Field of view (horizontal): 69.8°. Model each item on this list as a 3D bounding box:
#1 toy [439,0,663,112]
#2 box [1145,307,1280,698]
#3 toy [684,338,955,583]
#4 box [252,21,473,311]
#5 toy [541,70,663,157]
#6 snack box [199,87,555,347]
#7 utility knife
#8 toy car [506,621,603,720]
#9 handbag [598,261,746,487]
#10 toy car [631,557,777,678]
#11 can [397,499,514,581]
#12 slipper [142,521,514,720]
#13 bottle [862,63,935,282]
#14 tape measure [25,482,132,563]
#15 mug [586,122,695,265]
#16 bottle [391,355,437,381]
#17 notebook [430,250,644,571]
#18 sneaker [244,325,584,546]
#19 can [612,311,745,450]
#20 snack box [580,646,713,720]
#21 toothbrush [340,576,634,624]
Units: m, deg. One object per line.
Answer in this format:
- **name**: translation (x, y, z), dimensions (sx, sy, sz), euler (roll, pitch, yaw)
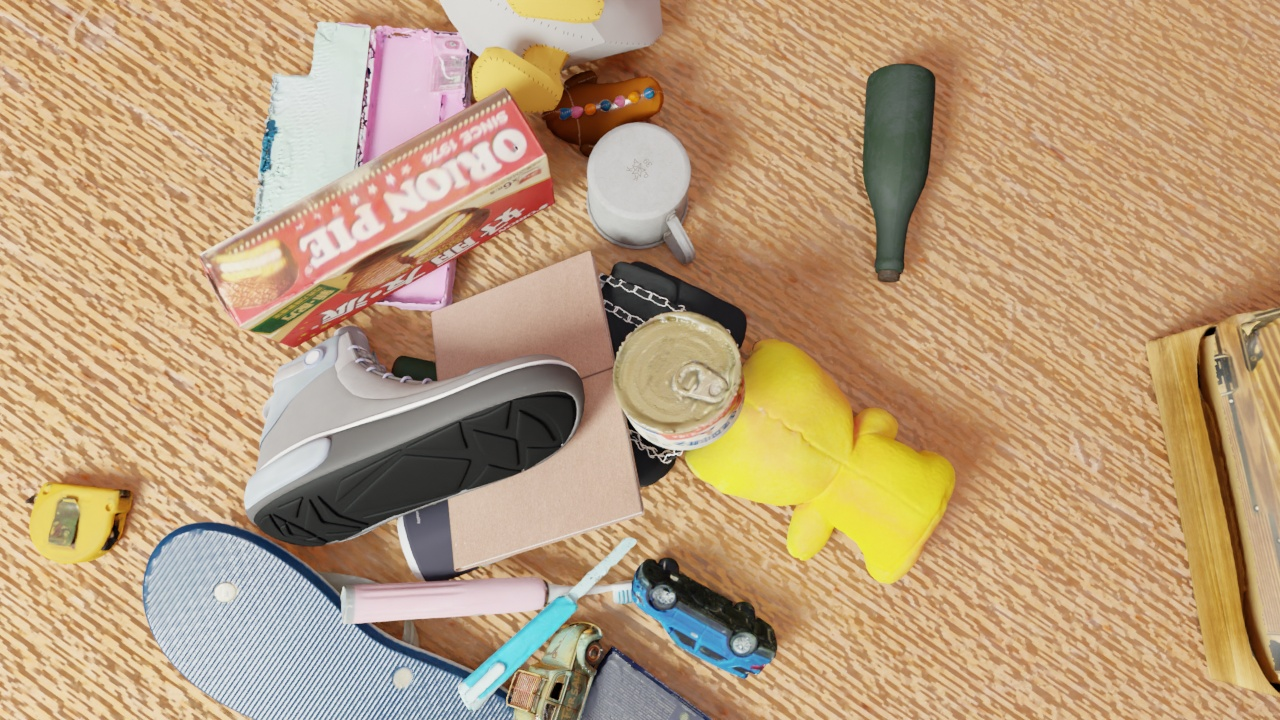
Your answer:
- **toy**: translation (-0.090, -0.310, 0.717), dimensions (0.246, 0.141, 0.267), euler (11, 43, -27)
- **box**: translation (0.536, 0.093, 0.667), dimensions (0.247, 0.176, 0.279), euler (-6, 83, -2)
- **toy**: translation (0.139, 0.082, 0.692), dimensions (0.194, 0.087, 0.134), euler (35, 85, 2)
- **box**: translation (-0.223, -0.159, 0.740), dimensions (0.159, 0.035, 0.230), euler (4, 81, -2)
- **toy**: translation (-0.030, -0.199, 0.720), dimensions (0.090, 0.102, 0.070), euler (-11, 99, 18)
- **snack box**: translation (-0.179, -0.097, 0.660), dimensions (0.236, 0.113, 0.060), euler (-30, 86, -6)
- **utility knife**: translation (-0.064, 0.190, 0.668), dimensions (0.168, 0.015, 0.022), euler (-40, 94, -10)
- **toy car**: translation (-0.067, 0.240, 0.664), dimensions (0.047, 0.047, 0.111), euler (36, 62, -34)
- **handbag**: translation (-0.004, 0.004, 0.685), dimensions (0.125, 0.115, 0.153), euler (31, 84, 3)
- **toy car**: translation (0.045, 0.194, 0.686), dimensions (0.120, 0.056, 0.044), euler (32, 104, -3)
- **can**: translation (-0.112, 0.118, 0.687), dimensions (0.127, 0.064, 0.064), euler (-20, 82, -5)
- **slipper**: translation (-0.222, 0.218, 0.673), dimensions (0.295, 0.060, 0.118), euler (32, 86, -11)
- **bottle**: translation (0.207, -0.149, 0.747), dimensions (0.055, 0.055, 0.174), euler (6, 82, -2)
- **tape measure**: translation (-0.426, 0.123, 0.691), dimensions (0.068, 0.030, 0.059), euler (7, 79, -1)
- **mug**: translation (0.008, -0.127, 0.728), dimensions (0.084, 0.070, 0.113), euler (-38, 83, -7)
- **bottle**: translation (-0.142, 0.018, 0.721), dimensions (0.106, 0.025, 0.025), euler (12, 81, 0)
- **notebook**: translation (-0.082, 0.032, 0.663), dimensions (0.141, 0.008, 0.208), euler (-20, 62, 14)
- **sneaker**: translation (-0.165, 0.022, 0.653), dimensions (0.257, 0.093, 0.160), euler (-24, 52, 13)
- **can**: translation (0.027, 0.014, 0.612), dimensions (0.086, 0.043, 0.086), euler (-5, 66, 11)
- **snack box**: translation (0.015, 0.293, 0.684), dimensions (0.150, 0.027, 0.082), euler (36, 83, 4)
- **toothbrush**: translation (-0.102, 0.172, 0.670), dimensions (0.222, 0.027, 0.026), euler (3, 91, -22)
